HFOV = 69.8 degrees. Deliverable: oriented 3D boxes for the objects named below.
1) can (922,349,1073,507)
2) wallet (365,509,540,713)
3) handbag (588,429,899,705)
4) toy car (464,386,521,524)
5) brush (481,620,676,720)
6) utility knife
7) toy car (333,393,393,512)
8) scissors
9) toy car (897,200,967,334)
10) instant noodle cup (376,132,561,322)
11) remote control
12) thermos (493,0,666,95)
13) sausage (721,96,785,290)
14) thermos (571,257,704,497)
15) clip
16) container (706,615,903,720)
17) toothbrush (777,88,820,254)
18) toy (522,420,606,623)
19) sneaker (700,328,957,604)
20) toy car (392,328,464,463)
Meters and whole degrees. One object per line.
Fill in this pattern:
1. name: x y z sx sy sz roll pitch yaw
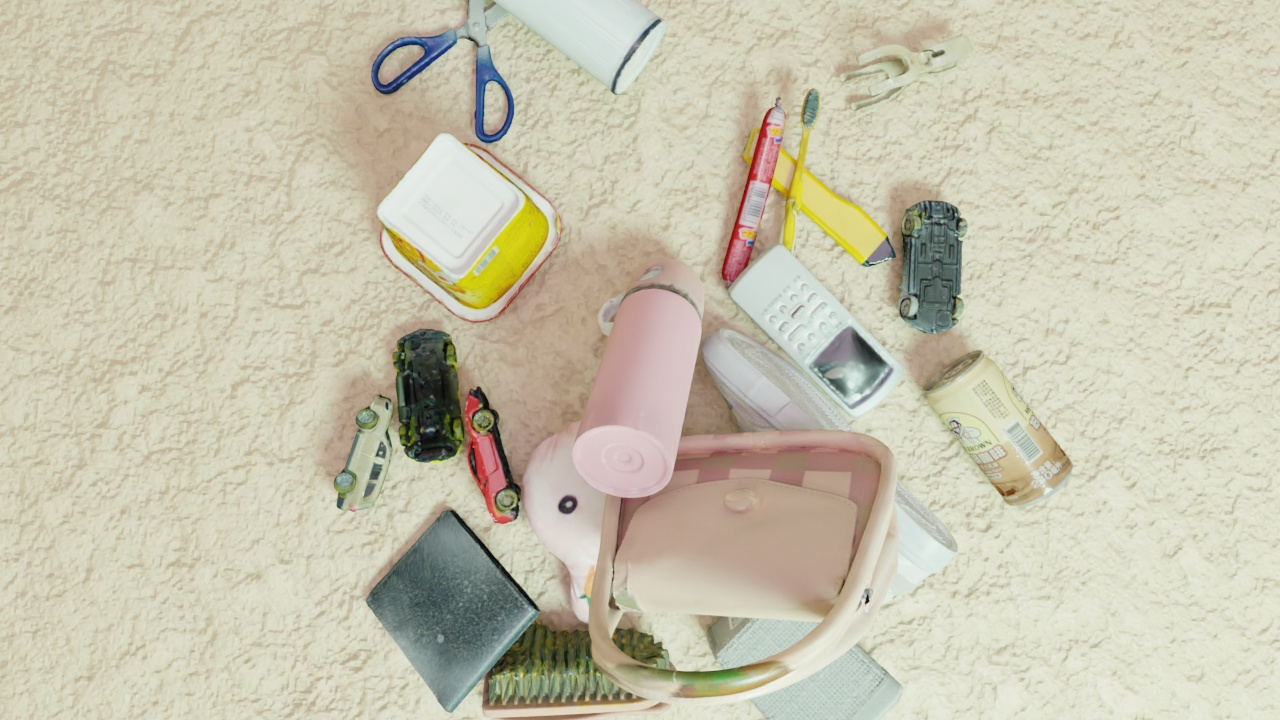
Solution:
1. can: 0.278 0.053 0.714 0.058 0.058 0.116 -38 90 -4
2. wallet: -0.143 0.182 0.684 0.097 0.019 0.121 -47 58 -4
3. handbag: 0.055 0.129 0.556 0.194 0.233 0.093 -3 110 20
4. toy car: -0.116 0.072 0.700 0.031 0.049 0.106 -14 90 -5
5. brush: -0.045 0.242 0.696 0.145 0.063 0.073 0 117 -5
6. utility knife: 0.143 -0.129 0.735 0.154 0.015 0.033 42 96 -1
7. toy car: -0.207 0.070 0.700 0.035 0.042 0.090 16 88 -12
8. scissors: -0.137 -0.252 0.730 0.175 0.012 0.162 -21 88 -4
9. toy car: 0.229 -0.074 0.729 0.049 0.031 0.105 2 91 -12
10. instant noodle cup: -0.129 -0.100 0.668 0.116 0.124 0.116 39 87 -1
11. remote control: 0.138 -0.022 0.718 0.150 0.021 0.058 44 97 -6
12. thermos: -0.087 -0.298 0.700 0.224 0.073 0.073 37 87 0
13. sausage: 0.090 -0.129 0.721 0.020 0.020 0.156 15 98 -2
14. thermos: -0.004 0.004 0.648 0.087 0.198 0.067 -12 127 21
15. clip: 0.207 -0.231 0.743 0.104 0.084 0.035 -21 88 -28
16. container: 0.116 0.226 0.688 0.090 0.090 0.114 -44 87 -4
17. toothbrush: 0.119 -0.117 0.720 0.016 0.018 0.191 10 97 6
18. toy: -0.023 0.121 0.703 0.121 0.054 0.159 -16 96 -6
19. sneaker: 0.122 0.083 0.699 0.242 0.089 0.091 46 109 6
20. toy car: -0.162 0.028 0.709 0.048 0.032 0.105 -8 77 -3
